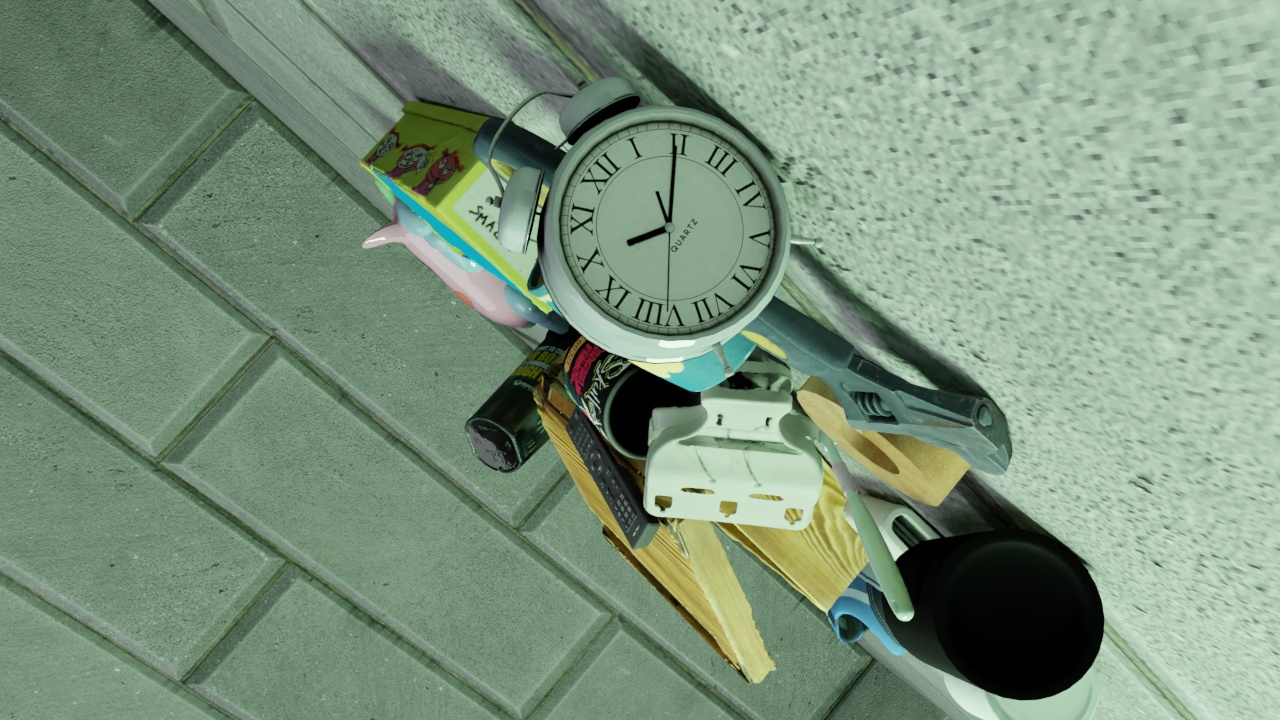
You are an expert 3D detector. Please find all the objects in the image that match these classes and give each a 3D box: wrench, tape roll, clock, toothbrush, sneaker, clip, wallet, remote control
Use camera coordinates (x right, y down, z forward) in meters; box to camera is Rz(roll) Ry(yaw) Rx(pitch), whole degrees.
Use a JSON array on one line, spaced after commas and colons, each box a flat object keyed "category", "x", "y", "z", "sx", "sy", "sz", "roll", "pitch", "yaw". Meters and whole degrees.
[{"category": "wrench", "x": 0.048, "y": -0.021, "z": 0.394, "sx": 0.273, "sy": 0.022, "sz": 0.073, "roll": 32, "pitch": 162, "yaw": -10}, {"category": "tape roll", "x": 0.129, "y": 0.036, "z": 0.489, "sx": 0.094, "sy": 0.027, "sz": 0.094, "roll": 41, "pitch": 173, "yaw": 5}, {"category": "clock", "x": 0.000, "y": -0.054, "z": 0.345, "sx": 0.122, "sy": 0.094, "sz": 0.035, "roll": 36, "pitch": 171, "yaw": -4}, {"category": "toothbrush", "x": 0.137, "y": 0.095, "z": 0.567, "sx": 0.015, "sy": 0.022, "sz": 0.154, "roll": 13, "pitch": -145, "yaw": -19}, {"category": "sneaker", "x": 0.205, "y": 0.234, "z": 0.974, "sx": 0.083, "sy": 0.098, "sz": 0.241, "roll": 24, "pitch": -179, "yaw": -27}, {"category": "clip", "x": 0.067, "y": 0.049, "z": 0.647, "sx": 0.101, "sy": 0.126, "sz": 0.152, "roll": -86, "pitch": -1, "yaw": -57}, {"category": "wallet", "x": 0.216, "y": 0.155, "z": 0.733, "sx": 0.118, "sy": 0.037, "sz": 0.115, "roll": 45, "pitch": 173, "yaw": -4}, {"category": "remote control", "x": -0.025, "y": 0.092, "z": 0.746, "sx": 0.015, "sy": 0.032, "sz": 0.136, "roll": 0, "pitch": -139, "yaw": -36}]

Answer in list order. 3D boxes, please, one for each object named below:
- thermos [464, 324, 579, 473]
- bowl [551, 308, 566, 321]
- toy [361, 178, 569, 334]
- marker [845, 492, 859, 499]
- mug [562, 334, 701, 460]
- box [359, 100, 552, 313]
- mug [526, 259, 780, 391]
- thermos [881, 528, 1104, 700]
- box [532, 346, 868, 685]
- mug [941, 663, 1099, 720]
[{"category": "thermos", "x": -0.096, "y": 0.029, "z": 0.996, "sx": 0.098, "sy": 0.220, "sz": 0.098, "roll": 17, "pitch": 130, "yaw": 22}, {"category": "bowl", "x": -0.071, "y": -0.073, "z": 0.835, "sx": 0.114, "sy": 0.045, "sz": 0.114, "roll": 40, "pitch": 174, "yaw": 5}, {"category": "toy", "x": -0.173, "y": -0.108, "z": 0.969, "sx": 0.222, "sy": 0.120, "sz": 0.171, "roll": 40, "pitch": -177, "yaw": 17}, {"category": "marker", "x": 0.229, "y": 0.157, "z": 0.781, "sx": 0.142, "sy": 0.012, "sz": 0.013, "roll": 41, "pitch": 174, "yaw": 0}, {"category": "mug", "x": -0.004, "y": 0.004, "z": 0.720, "sx": 0.081, "sy": 0.118, "sz": 0.098, "roll": 4, "pitch": -162, "yaw": -25}, {"category": "box", "x": -0.126, "y": -0.125, "z": 0.702, "sx": 0.124, "sy": 0.079, "sz": 0.221, "roll": 45, "pitch": 175, "yaw": -33}, {"category": "mug", "x": 0.017, "y": -0.041, "z": 0.455, "sx": 0.104, "sy": 0.084, "sz": 0.112, "roll": 39, "pitch": 146, "yaw": -20}, {"category": "thermos", "x": 0.202, "y": 0.152, "z": 0.568, "sx": 0.086, "sy": 0.086, "sz": 0.199, "roll": 40, "pitch": 173, "yaw": 12}, {"category": "box", "x": 0.035, "y": 0.113, "z": 0.865, "sx": 0.279, "sy": 0.192, "sz": 0.251, "roll": 36, "pitch": 170, "yaw": 51}, {"category": "mug", "x": 0.278, "y": 0.232, "z": 0.682, "sx": 0.082, "sy": 0.082, "sz": 0.105, "roll": 40, "pitch": 172, "yaw": 11}]
